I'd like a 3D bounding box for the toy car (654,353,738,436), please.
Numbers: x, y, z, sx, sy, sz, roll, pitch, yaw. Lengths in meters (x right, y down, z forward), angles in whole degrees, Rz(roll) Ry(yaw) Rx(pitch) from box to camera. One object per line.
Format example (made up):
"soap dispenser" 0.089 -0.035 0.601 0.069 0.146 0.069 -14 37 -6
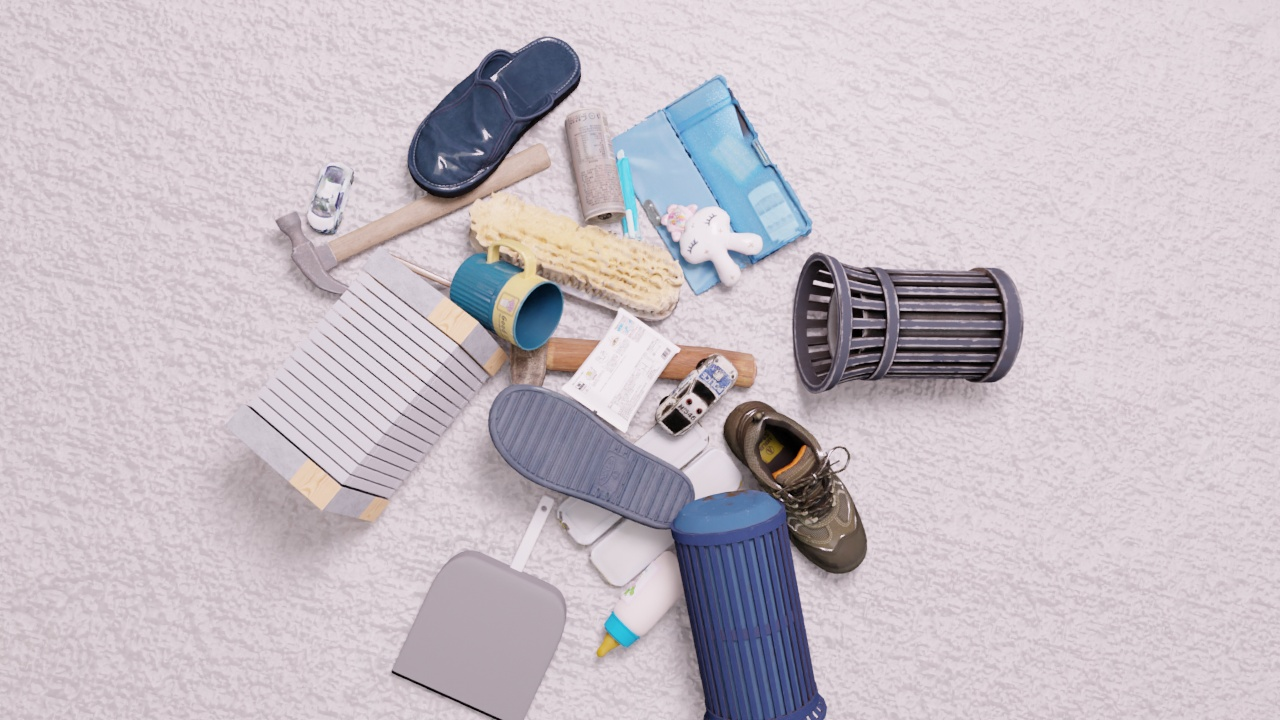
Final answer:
"toy car" 0.067 0.041 1.080 0.048 0.040 0.113 42 94 -18

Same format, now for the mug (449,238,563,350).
"mug" -0.151 -0.083 1.040 0.107 0.083 0.114 28 125 30

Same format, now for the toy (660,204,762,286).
"toy" 0.082 -0.150 1.119 0.125 0.037 0.076 36 100 5

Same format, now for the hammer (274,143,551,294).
"hammer" -0.262 -0.184 1.115 0.330 0.031 0.119 -28 102 -13

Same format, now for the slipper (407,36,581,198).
"slipper" -0.176 -0.310 1.097 0.109 0.084 0.265 43 75 7

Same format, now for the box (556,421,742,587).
"box" 0.012 0.164 1.106 0.209 0.034 0.129 -39 91 -8

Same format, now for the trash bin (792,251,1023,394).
"trash bin" 0.316 -0.043 1.089 0.227 0.164 0.164 0 83 -9

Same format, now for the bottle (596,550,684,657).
"bottle" 0.000 0.290 1.075 0.051 0.051 0.146 43 82 1

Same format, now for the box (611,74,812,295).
"box" 0.085 -0.220 1.151 0.174 0.033 0.231 -29 87 0

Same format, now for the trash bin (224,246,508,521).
"trash bin" -0.294 0.032 1.018 0.142 0.142 0.246 37 82 12

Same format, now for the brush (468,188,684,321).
"brush" -0.077 -0.125 1.108 0.271 0.057 0.083 21 69 -3

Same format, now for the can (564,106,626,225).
"can" -0.056 -0.239 1.128 0.054 0.054 0.135 -11 85 -6

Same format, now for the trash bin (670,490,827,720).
"trash bin" 0.116 0.278 1.019 0.139 0.139 0.249 -12 96 -6

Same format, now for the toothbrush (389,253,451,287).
"toothbrush" -0.231 -0.091 1.103 0.167 0.016 0.016 24 88 -13

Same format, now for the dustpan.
"dustpan" -0.161 0.278 1.073 0.163 0.033 0.257 25 92 -2

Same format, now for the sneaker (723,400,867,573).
"sneaker" 0.198 0.142 1.063 0.101 0.143 0.238 -38 88 -9

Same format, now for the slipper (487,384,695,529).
"slipper" -0.062 0.118 1.063 0.263 0.083 0.101 30 76 -14

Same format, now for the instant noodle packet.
"instant noodle packet" -0.020 0.009 1.063 0.087 0.026 0.134 35 60 -1

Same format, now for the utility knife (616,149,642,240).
"utility knife" -0.015 -0.207 1.144 0.022 0.015 0.116 -7 89 5

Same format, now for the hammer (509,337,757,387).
"hammer" -0.007 0.006 1.113 0.301 0.037 0.158 4 83 -4

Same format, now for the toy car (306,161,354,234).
"toy car" -0.376 -0.198 1.109 0.038 0.027 0.089 15 83 -5
